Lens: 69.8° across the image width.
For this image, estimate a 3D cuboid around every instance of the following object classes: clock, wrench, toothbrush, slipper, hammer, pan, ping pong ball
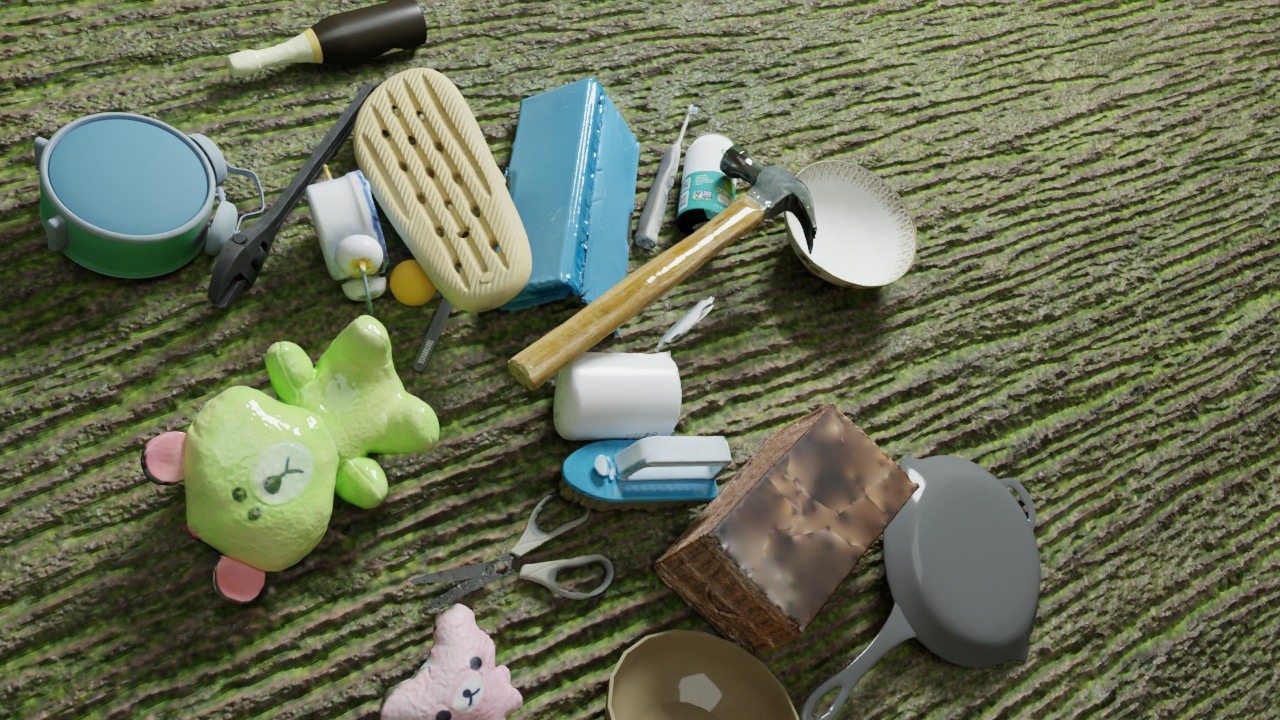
[{"bbox_3d":[-0.393,-0.132,0.747,0.161,0.076,0.121,-8,69,-34],"label":"clock"},{"bbox_3d":[-0.295,-0.152,0.793,0.018,0.073,0.272,25,56,-7],"label":"wrench"},{"bbox_3d":[0.028,-0.192,0.935,0.024,0.022,0.185,8,61,18],"label":"toothbrush"},{"bbox_3d":[-0.171,-0.142,0.815,0.111,0.079,0.261,-29,67,-3],"label":"slipper"},{"bbox_3d":[-0.240,-0.099,0.769,0.052,0.089,0.125,-17,72,-18],"label":"clock"},{"bbox_3d":[0.024,-0.077,0.797,0.329,0.033,0.132,-38,62,-25],"label":"hammer"},{"bbox_3d":[0.260,0.208,0.811,0.353,0.024,0.216,-31,90,-31],"label":"pan"},{"bbox_3d":[-0.197,-0.067,0.796,0.040,0.040,0.040,7,66,-15],"label":"ping pong ball"},{"bbox_3d":[-0.168,-0.062,0.821,0.013,0.013,0.167,22,65,-8],"label":"toothbrush"}]

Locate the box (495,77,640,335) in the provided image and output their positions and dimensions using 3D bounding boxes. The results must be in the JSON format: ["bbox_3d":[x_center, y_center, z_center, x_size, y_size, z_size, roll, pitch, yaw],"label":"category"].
[{"bbox_3d":[-0.066,-0.139,0.877,0.094,0.112,0.231,-10,61,27],"label":"box"}]

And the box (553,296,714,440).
[{"bbox_3d":[-0.002,0.003,0.801,0.146,0.084,0.136,3,77,-18],"label":"box"}]

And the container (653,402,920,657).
[{"bbox_3d":[0.124,0.139,0.773,0.114,0.113,0.198,45,61,4],"label":"container"}]

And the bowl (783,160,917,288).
[{"bbox_3d":[0.203,-0.127,0.940,0.145,0.063,0.145,6,67,-16],"label":"bowl"}]

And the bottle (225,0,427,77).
[{"bbox_3d":[-0.293,-0.298,0.860,0.184,0.045,0.045,-25,78,-26],"label":"bottle"}]

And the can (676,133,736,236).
[{"bbox_3d":[0.068,-0.173,0.920,0.055,0.055,0.101,14,64,-12],"label":"can"}]

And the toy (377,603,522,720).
[{"bbox_3d":[-0.132,0.244,0.681,0.096,0.053,0.098,40,64,-13],"label":"toy"}]

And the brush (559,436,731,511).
[{"bbox_3d":[0.001,0.090,0.767,0.135,0.076,0.055,1,58,-22],"label":"brush"}]

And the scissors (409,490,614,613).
[{"bbox_3d":[-0.100,0.157,0.748,0.165,0.013,0.150,19,62,-9],"label":"scissors"}]

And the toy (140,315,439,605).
[{"bbox_3d":[-0.258,0.065,0.693,0.196,0.107,0.150,-33,104,-18],"label":"toy"}]

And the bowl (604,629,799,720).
[{"bbox_3d":[0.042,0.283,0.700,0.152,0.051,0.152,13,33,-9],"label":"bowl"}]
